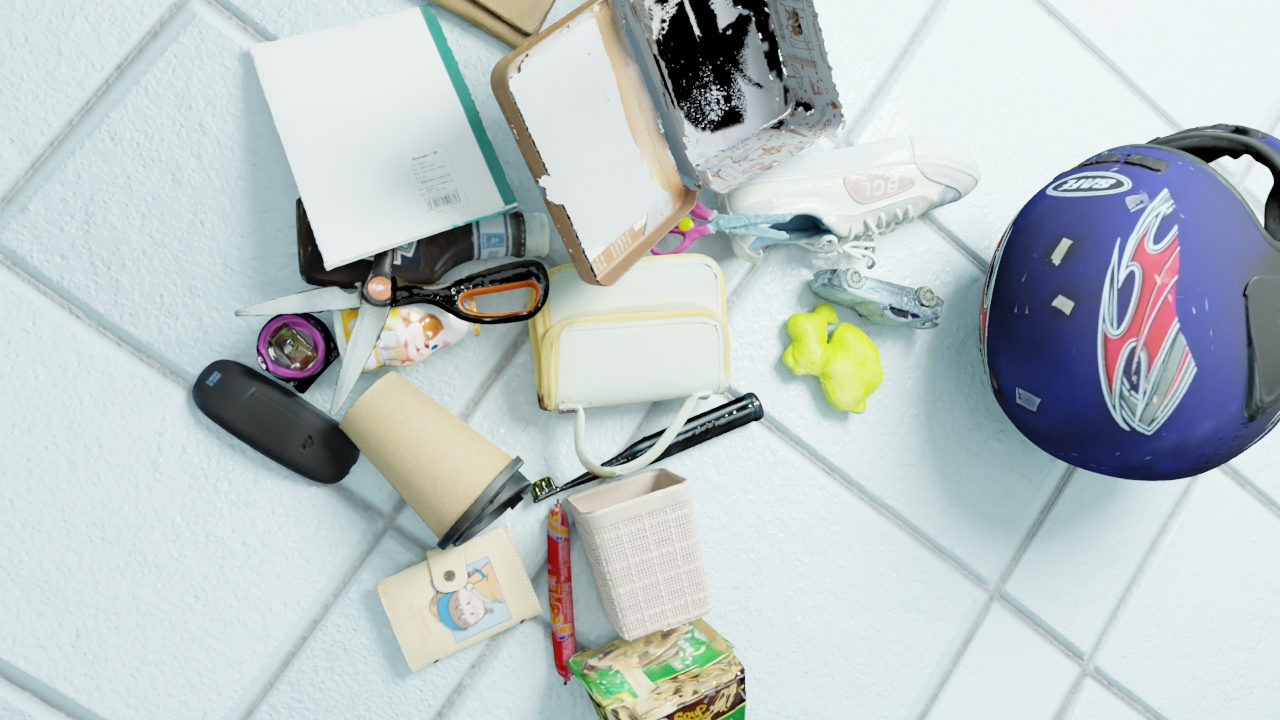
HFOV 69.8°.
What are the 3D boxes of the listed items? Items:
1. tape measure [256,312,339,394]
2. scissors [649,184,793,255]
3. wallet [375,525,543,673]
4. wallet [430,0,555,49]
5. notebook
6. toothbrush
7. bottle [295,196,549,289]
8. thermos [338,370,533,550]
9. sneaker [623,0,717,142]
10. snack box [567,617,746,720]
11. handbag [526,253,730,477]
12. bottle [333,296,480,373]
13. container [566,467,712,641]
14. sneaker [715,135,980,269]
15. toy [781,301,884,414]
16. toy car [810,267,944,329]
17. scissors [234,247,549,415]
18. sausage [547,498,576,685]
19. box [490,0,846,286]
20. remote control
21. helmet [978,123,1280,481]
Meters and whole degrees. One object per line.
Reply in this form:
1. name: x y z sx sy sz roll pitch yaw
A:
1. tape measure: -0.268 -0.010 0.713 0.058 0.039 0.057 45 80 -8
2. scissors: 0.066 -0.124 0.767 0.137 0.017 0.073 -1 83 30
3. wallet: -0.147 0.190 0.746 0.115 0.024 0.087 -22 98 -12
4. wallet: -0.126 -0.319 0.762 0.115 0.033 0.090 29 81 -14
5. notebook: -0.200 -0.181 0.709 0.150 0.012 0.209 -20 70 -13
6. toothbrush: 0.006 0.076 0.784 0.212 0.026 0.027 -21 81 -12
7. bottle: -0.172 -0.099 0.737 0.194 0.044 0.080 -4 82 -15
8. thermos: -0.160 0.078 0.716 0.143 0.093 0.093 43 79 0
9. sneaker: 0.022 -0.300 0.766 0.118 0.088 0.241 -14 93 -13
10. snack box: 0.020 0.286 0.740 0.118 0.117 0.106 -16 106 -22
11. handbag: -0.004 0.004 0.757 0.163 0.063 0.178 -5 85 -12
12. bottle: -0.183 -0.027 0.722 0.108 0.063 0.063 -11 91 -13
13. container: 0.001 0.157 0.748 0.090 0.090 0.111 -16 94 -13
14. sneaker: 0.188 -0.131 0.796 0.242 0.090 0.090 -7 75 -10
15. toy: 0.176 -0.003 0.823 0.100 0.031 0.096 9 84 -12
16. toy car: 0.210 -0.054 0.820 0.120 0.054 0.036 15 83 -12
17. scissors: -0.179 -0.067 0.688 0.234 0.022 0.220 1 73 -14
18. sausage: -0.067 0.193 0.766 0.020 0.020 0.156 -3 89 -14
19. box: 0.019 -0.197 0.686 0.259 0.110 0.179 -32 124 -10
20. remote control: -0.284 0.048 0.716 0.136 0.024 0.053 34 80 -10
21. helmet: 0.415 -0.059 0.765 0.240 0.248 0.315 11 92 -31
